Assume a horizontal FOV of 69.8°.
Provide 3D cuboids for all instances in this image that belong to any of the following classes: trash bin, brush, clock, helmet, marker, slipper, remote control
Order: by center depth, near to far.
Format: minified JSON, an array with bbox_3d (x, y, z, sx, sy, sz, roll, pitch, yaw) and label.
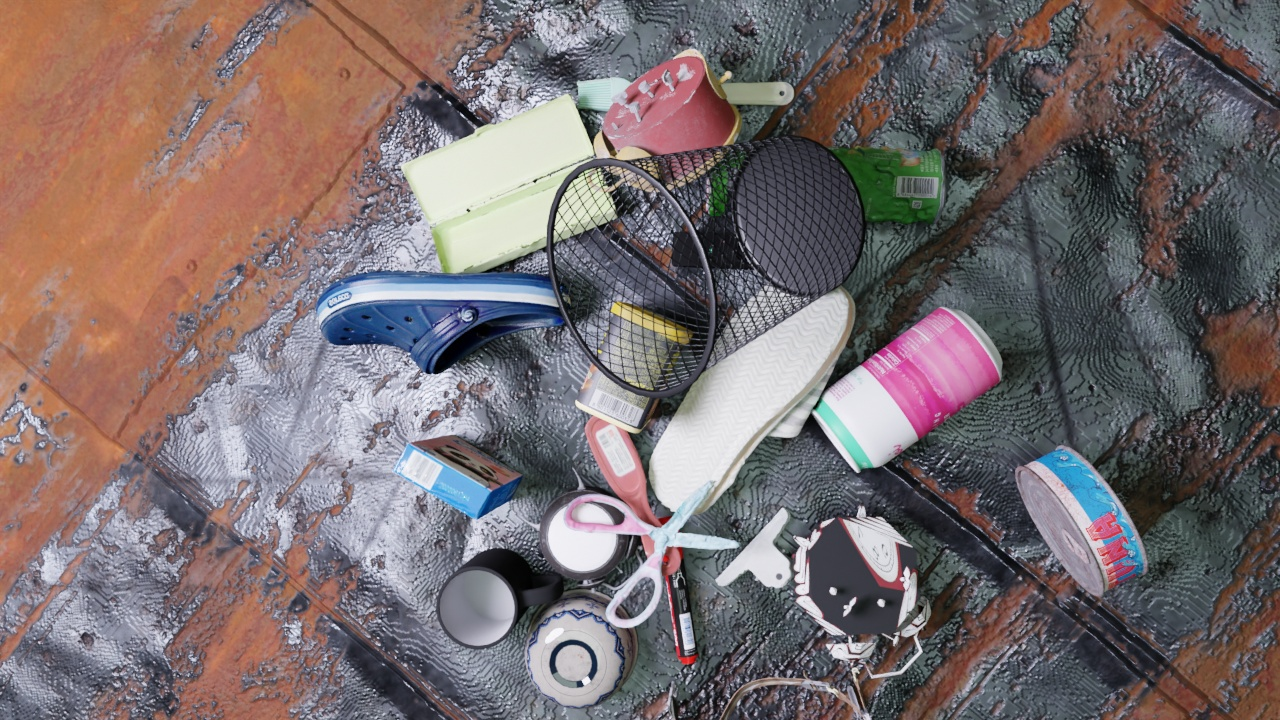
[{"bbox_3d":[0.063,-0.093,0.747,0.209,0.185,0.184,-24,88,-37],"label":"trash bin"},{"bbox_3d":[0.132,0.387,0.829,0.193,0.224,0.236,-21,63,10],"label":"helmet"},{"bbox_3d":[0.011,-0.217,0.854,0.159,0.117,0.081,-43,126,-2],"label":"clock"},{"bbox_3d":[0.213,0.221,0.860,0.114,0.065,0.154,-21,79,-15],"label":"clock"},{"bbox_3d":[0.104,0.035,0.881,0.114,0.054,0.273,45,107,26],"label":"slipper"},{"bbox_3d":[-0.194,-0.036,0.893,0.253,0.105,0.095,-4,83,3],"label":"slipper"},{"bbox_3d":[-0.005,0.130,0.908,0.041,0.030,0.172,-27,81,9],"label":"brush"},{"bbox_3d":[0.107,-0.108,0.913,0.150,0.013,0.034,3,91,5],"label":"remote control"},{"bbox_3d":[-0.052,0.176,0.914,0.091,0.043,0.123,-43,87,4],"label":"clock"},{"bbox_3d":[0.037,0.230,0.917,0.021,0.023,0.145,-9,90,28],"label":"marker"},{"bbox_3d":[0.044,-0.267,0.920,0.218,0.012,0.033,1,90,3],"label":"brush"}]

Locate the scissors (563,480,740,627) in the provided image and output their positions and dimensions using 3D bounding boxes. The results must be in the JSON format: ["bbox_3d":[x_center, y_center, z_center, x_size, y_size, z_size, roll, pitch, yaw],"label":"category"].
[{"bbox_3d":[0.008,0.186,0.877,0.170,0.014,0.168,4,95,6],"label":"scissors"}]

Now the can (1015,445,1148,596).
[{"bbox_3d":[0.397,0.144,0.831,0.044,0.130,0.130,-28,88,4],"label":"can"}]

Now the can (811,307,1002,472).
[{"bbox_3d":[0.250,0.028,0.864,0.166,0.088,0.088,-37,87,4],"label":"can"}]

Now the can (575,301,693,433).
[{"bbox_3d":[-0.005,0.005,0.867,0.072,0.130,0.101,24,95,4],"label":"can"}]

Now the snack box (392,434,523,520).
[{"bbox_3d":[-0.168,0.108,0.869,0.088,0.154,0.033,30,90,3],"label":"snack box"}]

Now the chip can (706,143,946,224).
[{"bbox_3d":[0.175,-0.170,0.877,0.223,0.075,0.075,3,91,4],"label":"chip can"}]

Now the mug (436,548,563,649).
[{"bbox_3d":[-0.132,0.229,0.899,0.113,0.088,0.078,-7,90,5],"label":"mug"}]

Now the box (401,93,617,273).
[{"bbox_3d":[-0.129,-0.169,0.918,0.188,0.048,0.140,-23,92,5],"label":"box"}]

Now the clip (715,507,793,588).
[{"bbox_3d":[0.128,0.201,0.913,0.101,0.041,0.054,-48,68,4],"label":"clip"}]

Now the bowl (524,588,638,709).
[{"bbox_3d":[-0.062,0.290,0.908,0.115,0.059,0.115,0,90,5],"label":"bowl"}]
